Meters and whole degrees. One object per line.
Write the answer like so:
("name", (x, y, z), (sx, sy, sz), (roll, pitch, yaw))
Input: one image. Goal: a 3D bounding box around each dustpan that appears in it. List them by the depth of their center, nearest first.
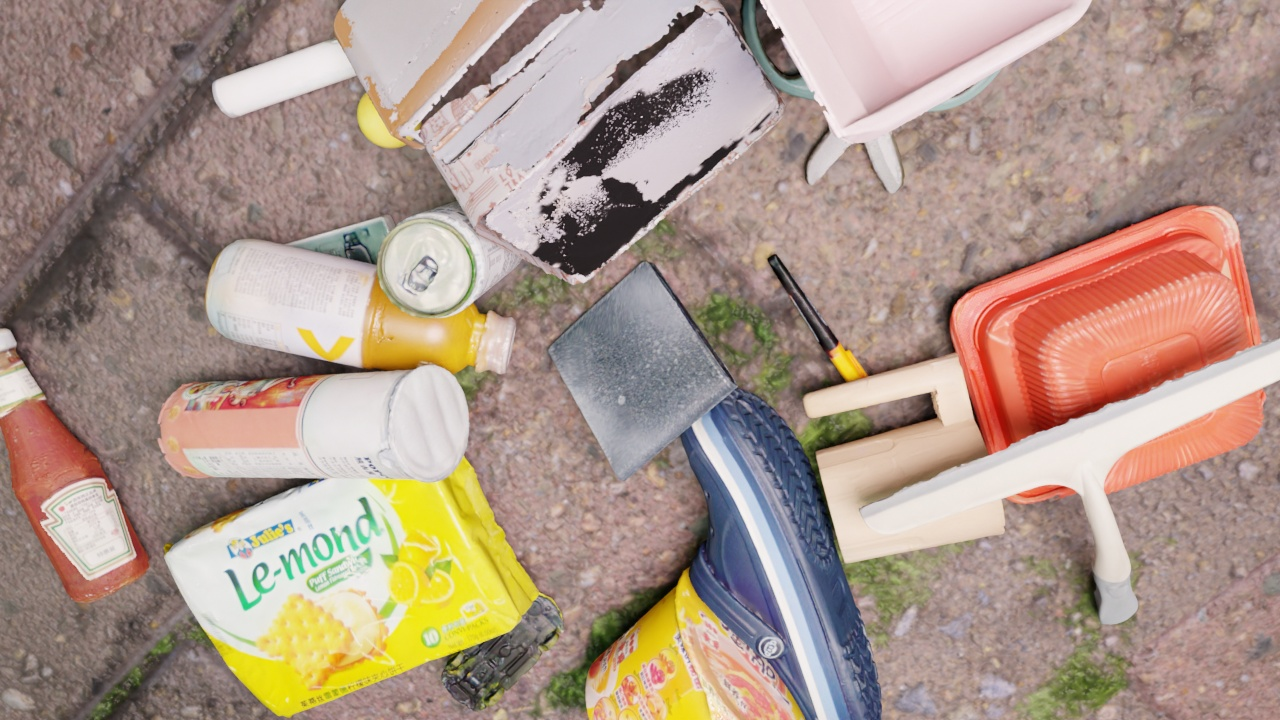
("dustpan", (0.132, -0.244, 0.448), (0.139, 0.272, 0.222), (-29, 92, 29))

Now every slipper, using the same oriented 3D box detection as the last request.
("slipper", (0.085, 0.140, 0.620), (0.095, 0.105, 0.253), (-22, 94, 19))

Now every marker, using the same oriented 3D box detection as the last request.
("marker", (0.123, -0.021, 0.619), (0.015, 0.018, 0.124), (-34, 100, 13))

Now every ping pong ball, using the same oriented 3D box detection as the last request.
("ping pong ball", (-0.162, -0.157, 0.591), (0.040, 0.040, 0.040), (1, 106, 4))

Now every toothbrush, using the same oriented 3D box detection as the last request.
("toothbrush", (-0.169, -0.201, 0.586), (0.221, 0.026, 0.026), (-16, 126, 9))

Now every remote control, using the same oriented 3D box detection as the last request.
("remote control", (-0.227, -0.057, 0.635), (0.135, 0.019, 0.056), (-14, 105, 8))

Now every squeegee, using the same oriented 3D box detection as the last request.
("squeegee", (0.290, 0.121, 0.575), (0.247, 0.039, 0.246), (-25, 133, 12))

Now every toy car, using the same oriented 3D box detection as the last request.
("toy car", (-0.104, 0.218, 0.698), (0.105, 0.032, 0.048), (-45, 98, 3))

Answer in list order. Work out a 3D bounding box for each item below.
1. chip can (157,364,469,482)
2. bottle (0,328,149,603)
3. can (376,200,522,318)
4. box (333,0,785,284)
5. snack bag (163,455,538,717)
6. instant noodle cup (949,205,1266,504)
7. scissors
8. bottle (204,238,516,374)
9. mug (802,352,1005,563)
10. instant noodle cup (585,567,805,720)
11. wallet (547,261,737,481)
("chip can", (-0.218, 0.044, 0.600), (0.215, 0.071, 0.071), (-4, 106, 28))
("bottle", (-0.431, 0.076, 0.670), (0.060, 0.059, 0.206), (-19, 101, 9))
("can", (-0.109, -0.067, 0.557), (0.058, 0.146, 0.058), (1, 105, 4))
("box", (-0.056, -0.182, 0.542), (0.183, 0.157, 0.193), (-39, 65, 13))
("snack bag", (-0.208, 0.153, 0.668), (0.247, 0.068, 0.158), (-24, 103, 10))
("instant noodle cup", (0.310, 0.006, 0.582), (0.189, 0.079, 0.164), (-23, 106, 6))
("scissors", (0.154, -0.197, 0.568), (0.179, 0.019, 0.170), (-27, 100, 10))
("bottle", (-0.177, -0.029, 0.595), (0.189, 0.068, 0.068), (12, 106, -5))
("mug", (0.171, 0.067, 0.608), (0.104, 0.084, 0.125), (-15, 101, 10))
("instant noodle cup", (0.036, 0.229, 0.642), (0.110, 0.137, 0.138), (-40, 99, 21))
("wallet", (-0.004, 0.003, 0.600), (0.097, 0.019, 0.120), (-40, 56, 13))
